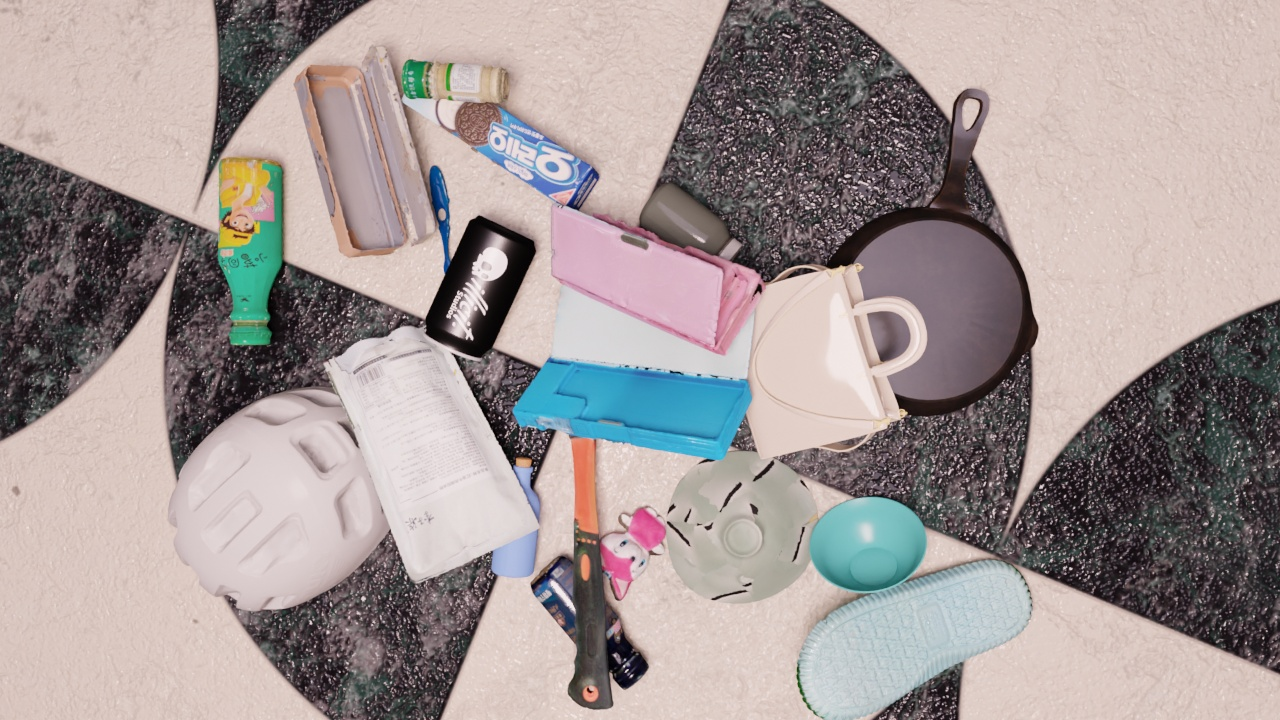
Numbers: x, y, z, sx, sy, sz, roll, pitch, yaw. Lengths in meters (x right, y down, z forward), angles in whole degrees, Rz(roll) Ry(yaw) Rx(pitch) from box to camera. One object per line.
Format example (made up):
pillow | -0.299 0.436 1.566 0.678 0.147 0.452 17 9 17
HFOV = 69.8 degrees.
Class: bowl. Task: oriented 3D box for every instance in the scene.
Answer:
bowl | 0.245 0.208 0.980 0.121 0.121 0.046 -19 129 6
bowl | 0.110 0.188 0.996 0.174 0.068 0.174 0 90 4

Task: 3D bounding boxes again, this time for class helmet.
helmet | -0.415 0.163 1.038 0.283 0.183 0.224 -36 83 26

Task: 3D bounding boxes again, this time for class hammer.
hammer | -0.057 0.202 0.991 0.133 0.033 0.332 -3 76 5

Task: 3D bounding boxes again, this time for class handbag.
handbag | 0.196 -0.005 0.935 0.198 0.101 0.194 -17 90 36

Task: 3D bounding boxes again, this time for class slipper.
slipper | 0.288 0.291 0.983 0.276 0.069 0.116 -20 89 -9

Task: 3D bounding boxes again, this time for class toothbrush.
toothbrush | -0.226 -0.158 1.050 0.021 0.016 0.132 -9 88 6

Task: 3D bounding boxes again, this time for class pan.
pan | 0.319 -0.115 0.977 0.249 0.043 0.356 13 93 6

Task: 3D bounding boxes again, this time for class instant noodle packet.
instant noodle packet | -0.232 0.094 1.004 0.146 0.057 0.269 -22 76 -22

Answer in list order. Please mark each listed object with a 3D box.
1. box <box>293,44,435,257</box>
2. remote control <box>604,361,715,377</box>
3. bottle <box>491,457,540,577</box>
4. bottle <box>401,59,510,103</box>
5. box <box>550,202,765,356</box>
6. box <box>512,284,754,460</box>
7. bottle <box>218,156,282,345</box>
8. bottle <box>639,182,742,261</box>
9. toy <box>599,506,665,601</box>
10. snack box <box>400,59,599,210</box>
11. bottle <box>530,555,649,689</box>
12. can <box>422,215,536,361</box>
box | -0.310 -0.227 1.017 0.107 0.095 0.216 -15 90 -19
remote control | 0.025 0.028 1.024 0.140 0.021 0.045 13 91 7
bottle | -0.137 0.174 1.032 0.048 0.048 0.131 6 92 6
bottle | -0.195 -0.294 0.971 0.110 0.042 0.042 5 92 5
box | 0.001 -0.096 0.929 0.233 0.098 0.099 28 78 34
box | 0.000 0.012 0.971 0.244 0.063 0.174 7 68 29
bottle | -0.444 -0.122 1.046 0.068 0.068 0.209 1 92 6
bottle | 0.055 -0.141 0.996 0.108 0.060 0.060 38 95 4
toy | -0.014 0.211 1.022 0.065 0.050 0.102 40 90 8
snack box | -0.155 -0.247 1.016 0.226 0.059 0.059 34 94 5
bottle | -0.055 0.293 1.022 0.056 0.056 0.161 -41 88 5
can | -0.178 -0.080 1.013 0.080 0.080 0.146 26 94 5
